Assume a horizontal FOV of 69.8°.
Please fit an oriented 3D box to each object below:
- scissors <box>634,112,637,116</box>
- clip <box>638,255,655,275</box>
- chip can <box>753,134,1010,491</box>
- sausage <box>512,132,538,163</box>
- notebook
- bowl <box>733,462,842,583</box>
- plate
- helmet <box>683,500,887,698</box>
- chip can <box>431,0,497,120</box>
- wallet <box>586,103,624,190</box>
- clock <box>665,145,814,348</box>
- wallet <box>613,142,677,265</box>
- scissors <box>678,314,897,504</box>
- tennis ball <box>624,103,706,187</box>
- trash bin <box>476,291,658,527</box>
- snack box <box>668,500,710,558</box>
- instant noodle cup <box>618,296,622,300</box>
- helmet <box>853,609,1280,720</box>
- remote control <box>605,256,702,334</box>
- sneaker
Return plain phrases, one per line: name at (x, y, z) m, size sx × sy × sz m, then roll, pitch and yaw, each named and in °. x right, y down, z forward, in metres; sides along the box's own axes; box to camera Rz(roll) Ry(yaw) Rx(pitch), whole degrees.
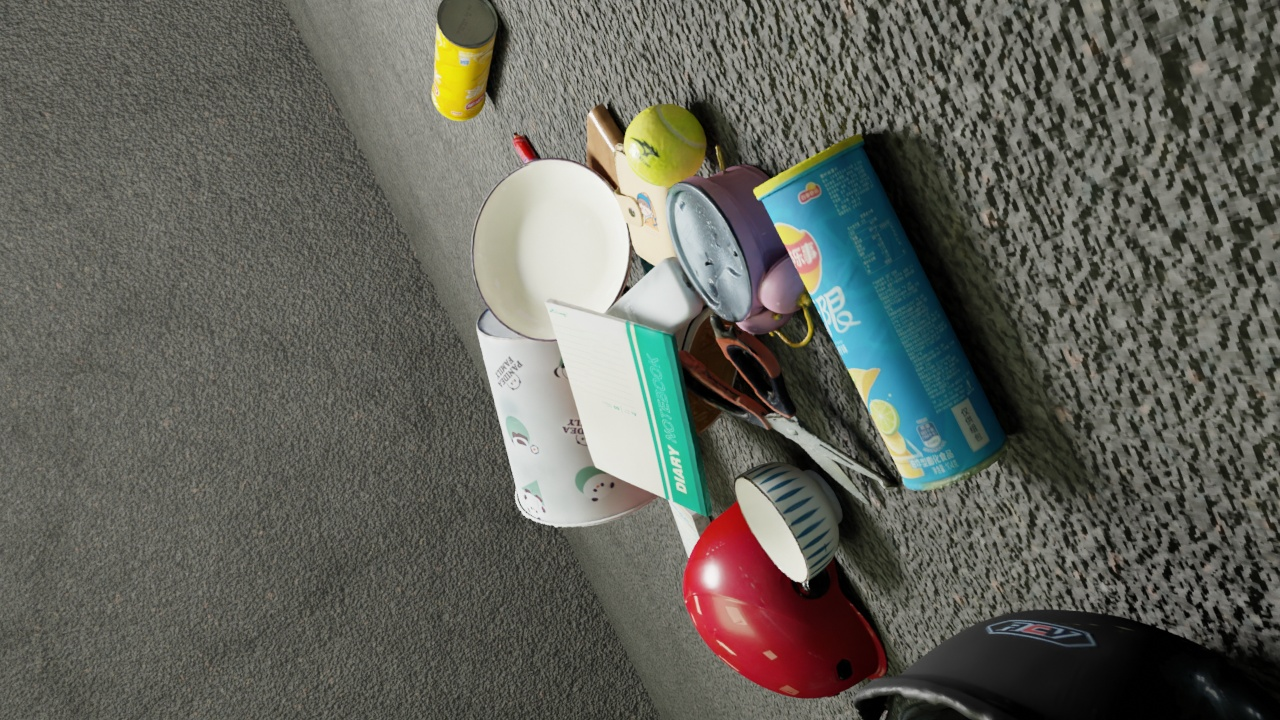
scissors at (0.029, -0.145, 0.848) m, size 0.170 × 0.012 × 0.144 m, roll 59°, pitch 164°, yaw 12°
clip at (0.010, -0.103, 0.976) m, size 0.037 × 0.013 × 0.055 m, roll 40°, pitch 154°, yaw 54°
chip can at (0.148, -0.028, 0.563) m, size 0.210 × 0.071 × 0.071 m, roll 62°, pitch 165°, yaw -5°
sausage at (-0.122, -0.227, 1.169) m, size 0.156 × 0.020 × 0.020 m, roll 58°, pitch 164°, yaw 9°
notebook at (-0.008, 0.045, 0.856) m, size 0.150 × 0.012 × 0.209 m, roll 18°, pitch 136°, yaw 38°
bowl at (0.148, 0.144, 0.871) m, size 0.116 × 0.066 × 0.117 m, roll 55°, pitch 164°, yaw 23°
plate at (-0.090, -0.115, 0.970) m, size 0.192 × 0.193 × 0.039 m, roll 58°, pitch -158°, yaw 12°
helmet at (0.138, 0.276, 1.001) m, size 0.240 × 0.143 × 0.207 m, roll 52°, pitch 160°, yaw 28°
chip can at (-0.219, -0.370, 1.133) m, size 0.072 × 0.072 × 0.214 m, roll 61°, pitch 163°, yaw 0°
wallet at (-0.023, -0.189, 0.924) m, size 0.101 × 0.020 × 0.115 m, roll 58°, pitch 167°, yaw 8°
clock at (0.084, -0.077, 0.705) m, size 0.158 × 0.059 × 0.117 m, roll 60°, pitch 164°, yaw 9°
wallet at (0.007, -0.139, 0.849) m, size 0.087 × 0.024 × 0.115 m, roll 36°, pitch 149°, yaw 44°
scissors at (0.110, 0.041, 0.760) m, size 0.189 × 0.015 × 0.224 m, roll 9°, pitch 140°, yaw 44°
tennis ball at (0.020, -0.171, 0.730) m, size 0.065 × 0.065 × 0.066 m, roll 54°, pitch 163°, yaw 24°
trash bin at (-0.082, 0.042, 1.161) m, size 0.229 × 0.229 × 0.252 m, roll 35°, pitch 144°, yaw 58°
snack box at (0.082, 0.254, 1.342) m, size 0.085 × 0.026 × 0.157 m, roll 41°, pitch 155°, yaw 52°
instant noodle cup at (-0.006, 0.006, 0.987) m, size 0.111 × 0.151 × 0.151 m, roll -127°, pitch 15°, yaw -58°
helmet at (0.234, 0.242, 0.468) m, size 0.234 × 0.229 × 0.275 m, roll -5°, pitch 115°, yaw 57°
remote control at (0.005, -0.039, 0.809) m, size 0.136 × 0.020 × 0.056 m, roll -39°, pitch 74°, yaw 50°
sneaker at (0.040, -0.005, 0.877) m, size 0.242 × 0.118 × 0.087 m, roll 113°, pitch 148°, yaw -47°
